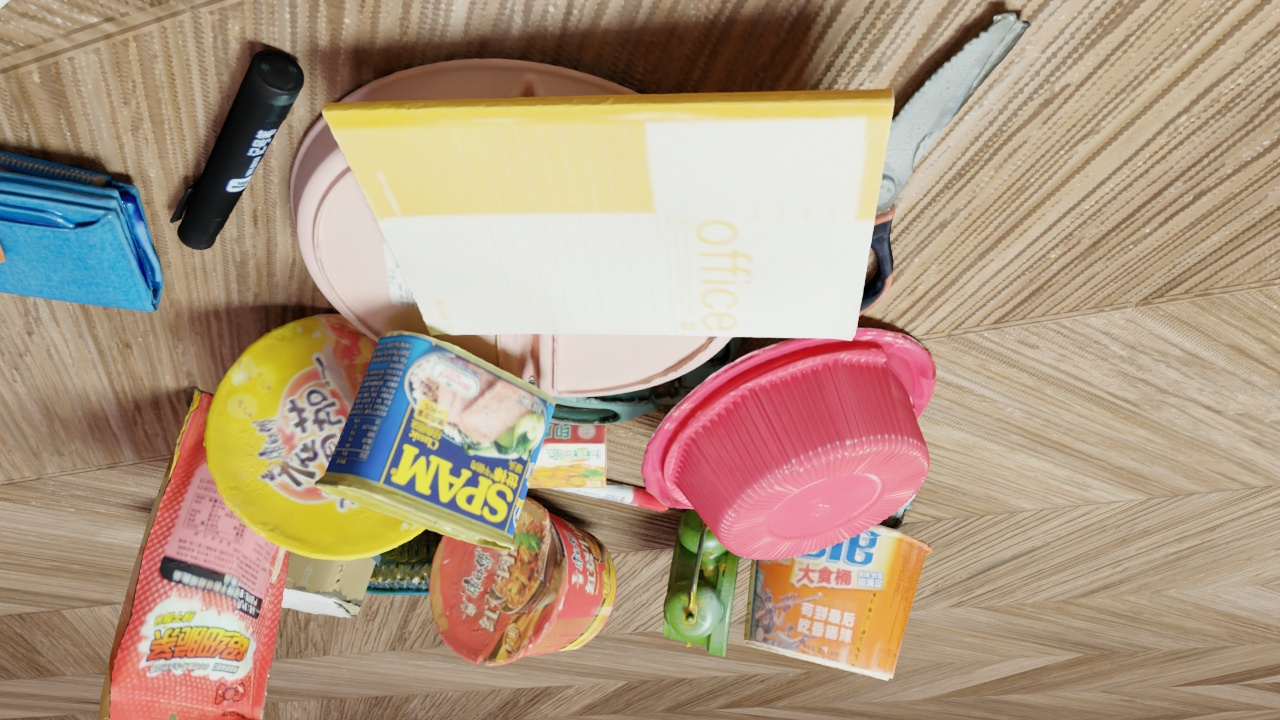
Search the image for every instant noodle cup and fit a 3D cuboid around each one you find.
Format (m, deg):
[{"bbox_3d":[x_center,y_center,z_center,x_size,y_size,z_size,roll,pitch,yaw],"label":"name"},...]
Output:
[{"bbox_3d":[0.102,0.065,0.564,0.193,0.065,0.194,-12,145,-9],"label":"instant noodle cup"},{"bbox_3d":[-0.179,0.056,0.544,0.138,0.137,0.110,11,157,-18],"label":"instant noodle cup"},{"bbox_3d":[-0.094,0.190,0.782,0.138,0.137,0.108,-15,156,25],"label":"instant noodle cup"},{"bbox_3d":[0.155,0.193,0.757,0.151,0.111,0.151,13,165,3],"label":"instant noodle cup"}]

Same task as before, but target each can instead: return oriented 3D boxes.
[{"bbox_3d":[-0.100,0.042,0.468,0.102,0.083,0.057,30,158,-37],"label":"can"}]

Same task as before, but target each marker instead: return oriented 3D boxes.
[{"bbox_3d":[-0.041,0.100,0.730,0.145,0.017,0.017,16,147,-26],"label":"marker"},{"bbox_3d":[-0.176,-0.087,0.395,0.022,0.020,0.132,44,137,-13],"label":"marker"}]

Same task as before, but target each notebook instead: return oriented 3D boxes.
[{"bbox_3d":[-0.008,-0.053,0.383,0.206,0.010,0.146,1,147,7],"label":"notebook"}]

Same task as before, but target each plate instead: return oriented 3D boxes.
[{"bbox_3d":[-0.053,-0.043,0.441,0.229,0.028,0.230,4,148,3],"label":"plate"}]

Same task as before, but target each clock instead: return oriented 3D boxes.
[{"bbox_3d":[0.055,0.189,0.791,0.056,0.116,0.161,7,154,8],"label":"clock"}]

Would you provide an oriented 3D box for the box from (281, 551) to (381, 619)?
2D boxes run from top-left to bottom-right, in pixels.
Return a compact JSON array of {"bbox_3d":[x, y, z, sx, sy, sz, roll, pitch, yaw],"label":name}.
[{"bbox_3d":[-0.312,0.170,0.782,0.184,0.063,0.090,8,151,4],"label":"box"}]

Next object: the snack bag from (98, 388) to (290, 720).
[{"bbox_3d":[-0.272,0.131,0.592,0.073,0.207,0.128,-9,151,18],"label":"snack bag"}]

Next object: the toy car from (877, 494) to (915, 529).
[{"bbox_3d":[0.193,0.117,0.743,0.049,0.031,0.106,-4,150,6],"label":"toy car"}]

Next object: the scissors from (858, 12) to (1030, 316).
[{"bbox_3d":[0.115,-0.071,0.425,0.210,0.015,0.182,-20,144,32],"label":"scissors"}]

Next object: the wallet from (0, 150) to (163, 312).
[{"bbox_3d":[-0.301,-0.061,0.425,0.133,0.040,0.107,8,154,-15],"label":"wallet"}]

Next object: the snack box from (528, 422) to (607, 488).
[{"bbox_3d":[-0.102,0.065,0.656,0.156,0.027,0.077,1,150,-1],"label":"snack box"}]

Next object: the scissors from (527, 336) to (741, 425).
[{"bbox_3d":[-0.007,0.005,0.558,0.174,0.019,0.170,0,149,3],"label":"scissors"}]

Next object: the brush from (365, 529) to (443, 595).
[{"bbox_3d":[-0.204,0.193,0.857,0.144,0.055,0.074,0,149,0],"label":"brush"}]

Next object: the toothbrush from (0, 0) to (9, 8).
[{"bbox_3d":[-0.237,-0.128,0.324,0.180,0.016,0.016,-17,139,27],"label":"toothbrush"}]
